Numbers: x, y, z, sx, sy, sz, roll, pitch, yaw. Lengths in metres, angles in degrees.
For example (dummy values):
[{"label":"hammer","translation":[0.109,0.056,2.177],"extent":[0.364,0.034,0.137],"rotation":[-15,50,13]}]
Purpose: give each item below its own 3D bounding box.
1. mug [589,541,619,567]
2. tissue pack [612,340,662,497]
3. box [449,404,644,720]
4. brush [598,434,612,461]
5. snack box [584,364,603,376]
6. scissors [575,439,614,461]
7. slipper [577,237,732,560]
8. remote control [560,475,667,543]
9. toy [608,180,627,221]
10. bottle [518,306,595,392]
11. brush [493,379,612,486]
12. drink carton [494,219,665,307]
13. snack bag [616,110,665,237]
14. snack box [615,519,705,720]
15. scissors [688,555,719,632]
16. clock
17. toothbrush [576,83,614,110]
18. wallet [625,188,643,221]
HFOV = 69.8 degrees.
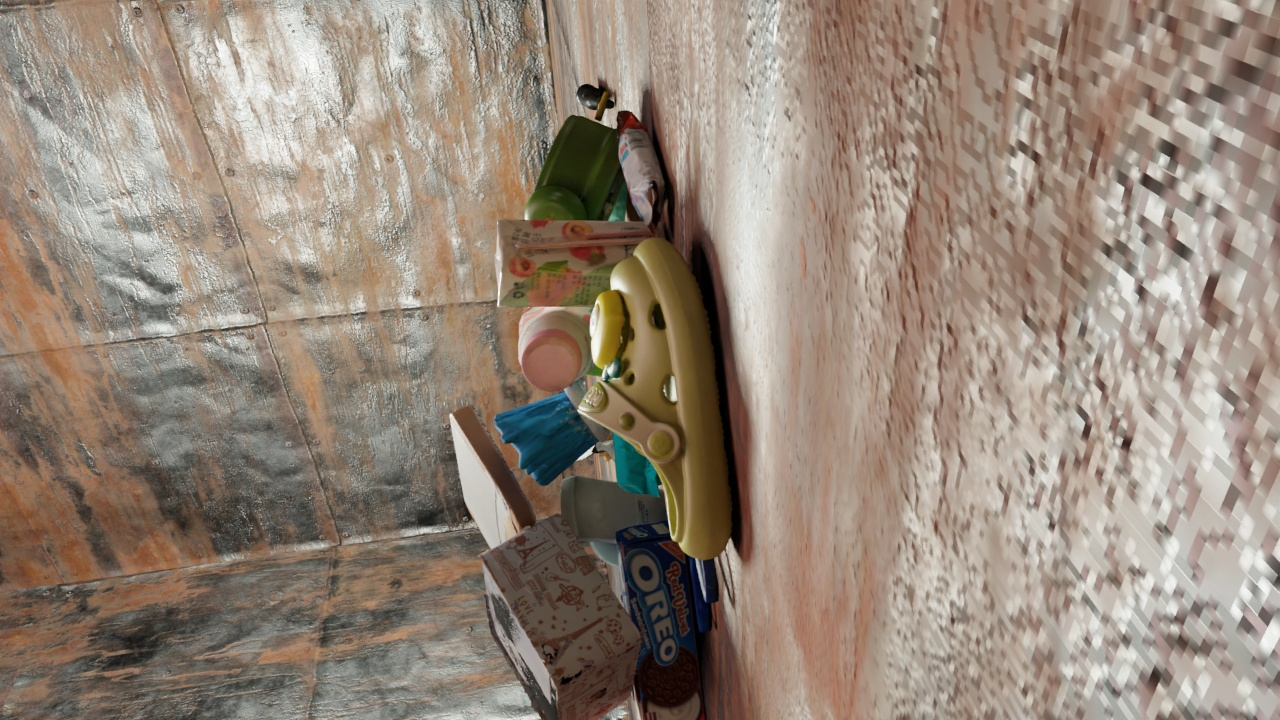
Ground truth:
[{"label":"mug","translation":[-0.016,0.177,1.002],"extent":[0.123,0.078,0.078],"rotation":[103,160,-87]},{"label":"tissue pack","translation":[0.001,0.028,0.701],"extent":[0.093,0.050,0.133],"rotation":[89,176,-49]},{"label":"box","translation":[-0.102,0.181,0.800],"extent":[0.259,0.082,0.177],"rotation":[53,155,28]},{"label":"brush","translation":[-0.031,0.006,1.119],"extent":[0.083,0.046,0.255],"rotation":[-122,30,-81]},{"label":"snack box","translation":[-0.067,-0.092,1.049],"extent":[0.210,0.070,0.158],"rotation":[-110,26,-66]},{"label":"scissors","translation":[-0.047,0.108,1.077],"extent":[0.235,0.021,0.148],"rotation":[-60,42,46]},{"label":"slipper","translation":[0.005,0.024,0.531],"extent":[0.092,0.081,0.190],"rotation":[143,118,-81]},{"label":"remote control","translation":[-0.022,0.140,0.845],"extent":[0.135,0.019,0.056],"rotation":[17,-117,-50]},{"label":"toy","translation":[-0.022,-0.160,0.860],"extent":[0.096,0.030,0.091],"rotation":[77,-173,-60]},{"label":"bottle","translation":[-0.061,-0.018,0.703],"extent":[0.196,0.068,0.068],"rotation":[-93,-3,-77]},{"label":"brush","translation":[-0.047,0.066,0.825],"extent":[0.060,0.109,0.315],"rotation":[56,176,12]},{"label":"drink carton","translation":[-0.040,-0.070,0.650],"extent":[0.046,0.122,0.053],"rotation":[103,162,-53]},{"label":"snack bag","translation":[0.002,-0.131,0.642],"extent":[0.045,0.026,0.105],"rotation":[94,167,-48]},{"label":"snack box","translation":[0.019,0.248,0.800],"extent":[0.058,0.057,0.207],"rotation":[-170,73,-82]},{"label":"scissors","translation":[0.039,0.113,0.642],"extent":[0.162,0.012,0.174],"rotation":[-101,6,-74]},{"label":"clock","translation":[-0.054,-0.125,0.731],"extent":[0.116,0.056,0.161],"rotation":[114,178,-66]},{"label":"toothbrush","translation":[-0.050,-0.286,1.004],"extent":[0.212,0.027,0.026],"rotation":[-114,33,-70]},{"label":"wallet","translation":[0.002,-0.077,0.769],"extent":[0.101,0.020,0.115],"rotation":[-105,12,-47]}]
